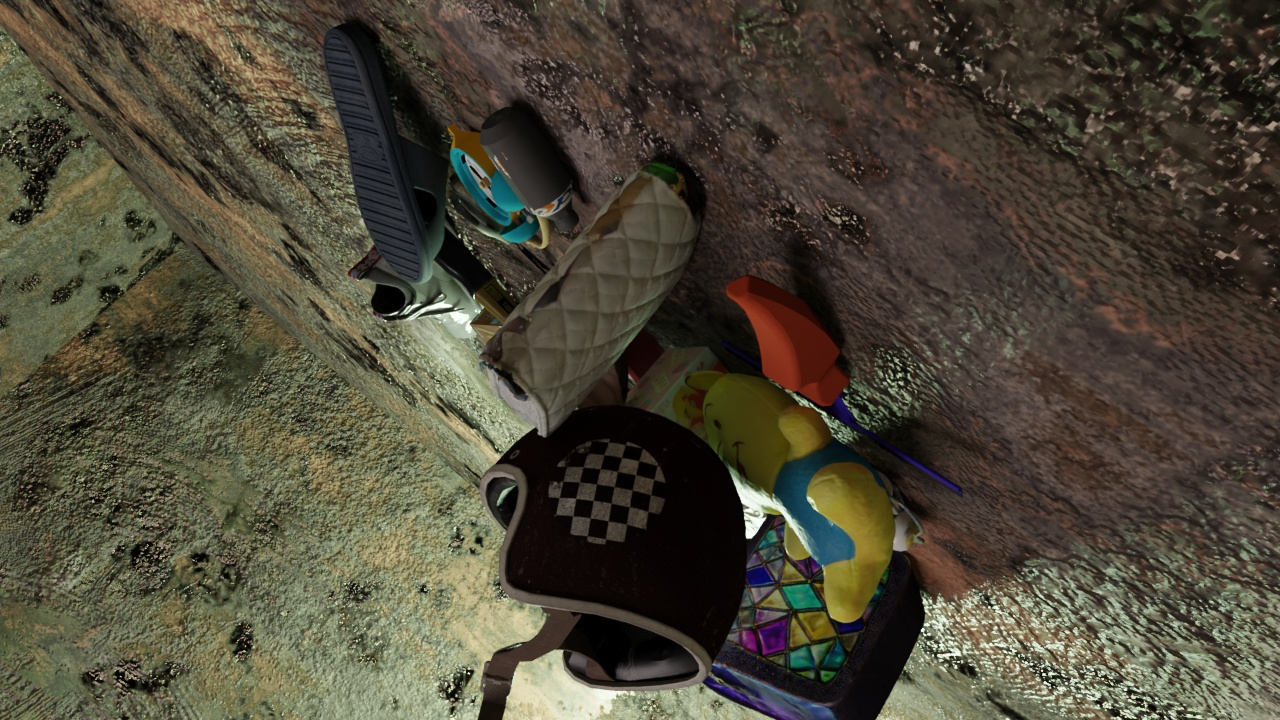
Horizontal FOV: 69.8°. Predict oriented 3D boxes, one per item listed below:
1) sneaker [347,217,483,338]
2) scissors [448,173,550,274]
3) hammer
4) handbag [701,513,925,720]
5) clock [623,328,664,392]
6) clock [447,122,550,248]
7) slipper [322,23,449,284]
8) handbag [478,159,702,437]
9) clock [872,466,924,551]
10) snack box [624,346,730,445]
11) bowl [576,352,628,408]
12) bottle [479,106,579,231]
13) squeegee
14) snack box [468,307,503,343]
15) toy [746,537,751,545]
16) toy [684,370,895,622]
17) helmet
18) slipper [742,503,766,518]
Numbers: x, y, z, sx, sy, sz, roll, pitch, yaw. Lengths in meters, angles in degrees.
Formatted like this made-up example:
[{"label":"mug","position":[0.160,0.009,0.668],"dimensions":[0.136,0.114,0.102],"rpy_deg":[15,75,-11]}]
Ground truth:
[{"label":"sneaker","position":[-0.269,-0.082,1.135],"dimensions":[0.097,0.128,0.263],"rpy_deg":[35,162,22]},{"label":"scissors","position":[-0.133,-0.121,0.904],"dimensions":[0.163,0.013,0.153],"rpy_deg":[52,-167,7]},{"label":"hammer","position":[-0.187,-0.097,0.997],"dimensions":[0.333,0.117,0.025],"rpy_deg":[44,160,9]},{"label":"handbag","position":[0.157,0.262,0.951],"dimensions":[0.222,0.204,0.125],"rpy_deg":[18,151,37]},{"label":"clock","position":[-0.005,0.006,0.941],"dimensions":[0.124,0.044,0.087],"rpy_deg":[46,161,-9]},{"label":"clock","position":[-0.127,-0.156,0.833],"dimensions":[0.129,0.043,0.099],"rpy_deg":[45,163,14]},{"label":"slipper","position":[-0.231,-0.199,0.899],"dimensions":[0.101,0.082,0.264],"rpy_deg":[27,137,39]},{"label":"handbag","position":[-0.038,-0.044,0.669],"dimensions":[0.072,0.194,0.139],"rpy_deg":[36,163,7]},{"label":"clock","position":[0.197,0.129,0.810],"dimensions":[0.089,0.051,0.126],"rpy_deg":[49,157,-18]},{"label":"snack box","position":[0.044,0.051,0.867],"dimensions":[0.093,0.094,0.080],"rpy_deg":[49,159,-18]},{"label":"bowl","position":[-0.046,-0.002,0.856],"dimensions":[0.119,0.032,0.119],"rpy_deg":[35,142,33]},{"label":"bottle","position":[-0.087,-0.153,0.751],"dimensions":[0.047,0.047,0.112],"rpy_deg":[17,149,51]},{"label":"squeegee","position":[0.112,-0.008,0.662],"dimensions":[0.250,0.055,0.184],"rpy_deg":[35,177,43]},{"label":"snack box","position":[-0.122,-0.016,1.107],"dimensions":[0.186,0.031,0.101],"rpy_deg":[5,139,51]},{"label":"toy","position":[0.143,0.265,1.132],"dimensions":[0.119,0.099,0.098],"rpy_deg":[45,163,-15]},{"label":"toy","position":[0.125,0.092,0.753],"dimensions":[0.214,0.083,0.149],"rpy_deg":[41,147,52]},{"label":"helmet","position":[-0.031,0.167,0.746],"dimensions":[0.234,0.252,0.234],"rpy_deg":[2,144,15]},{"label":"slipper","position":[0.047,0.114,1.000],"dimensions":[0.115,0.052,0.263],"rpy_deg":[11,156,51]}]
